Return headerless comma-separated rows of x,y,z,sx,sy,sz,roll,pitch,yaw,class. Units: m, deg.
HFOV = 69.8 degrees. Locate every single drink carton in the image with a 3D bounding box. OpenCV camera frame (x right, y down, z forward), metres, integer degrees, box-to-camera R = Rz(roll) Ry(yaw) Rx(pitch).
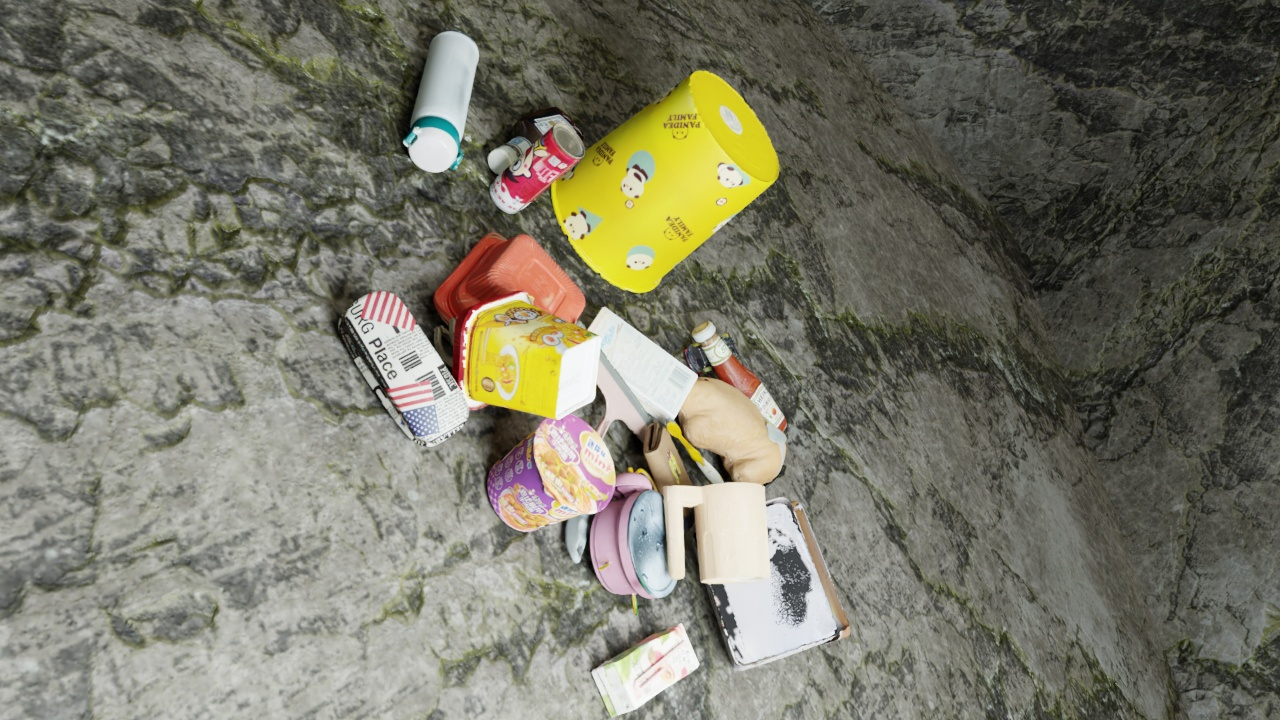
0.008,0.325,0.971,0.122,0.046,0.053,-9,71,-54,drink carton

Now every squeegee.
-0.055,0.126,1.062,0.248,0.040,0.248,56,35,-36,squeegee

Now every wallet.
0.036,0.142,1.130,0.090,0.033,0.115,-76,144,-69,wallet

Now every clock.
-0.002,0.192,1.029,0.117,0.060,0.158,56,35,-34,clock

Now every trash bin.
0.040,-0.258,1.304,0.229,0.256,0.229,31,42,-33,trash bin

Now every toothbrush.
0.161,0.185,1.299,0.026,0.027,0.212,29,25,24,toothbrush
0.072,0.122,1.194,0.191,0.016,0.018,51,15,-50,toothbrush

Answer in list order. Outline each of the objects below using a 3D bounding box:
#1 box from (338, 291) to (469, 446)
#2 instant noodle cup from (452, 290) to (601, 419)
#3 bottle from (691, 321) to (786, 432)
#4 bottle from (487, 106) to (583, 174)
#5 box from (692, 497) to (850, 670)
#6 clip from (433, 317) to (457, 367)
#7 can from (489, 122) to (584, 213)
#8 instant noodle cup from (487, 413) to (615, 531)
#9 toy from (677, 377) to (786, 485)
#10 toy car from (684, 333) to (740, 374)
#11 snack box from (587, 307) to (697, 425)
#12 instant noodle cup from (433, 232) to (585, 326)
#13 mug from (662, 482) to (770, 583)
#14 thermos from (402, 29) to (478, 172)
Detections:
-0.230,0.007,0.900,0.074,0.081,0.163,-32,92,-51,box
-0.114,0.000,0.942,0.124,0.116,0.116,18,23,24,instant noodle cup
0.143,0.031,1.348,0.206,0.060,0.059,54,32,-20,bottle
-0.150,-0.304,1.292,0.080,0.044,0.194,45,36,-3,bottle
0.159,0.282,1.156,0.192,0.156,0.183,86,-13,-68,box
-0.189,0.001,1.001,0.097,0.034,0.061,62,32,-2,clip
-0.135,-0.245,1.181,0.053,0.133,0.053,32,41,-33,can
-0.099,0.122,0.954,0.111,0.099,0.111,33,42,-35,instant noodle cup
0.105,0.079,1.266,0.226,0.083,0.143,42,28,-1,toy
0.106,-0.008,1.384,0.106,0.031,0.049,-17,80,-44,toy car
-0.007,0.007,1.183,0.157,0.027,0.084,36,49,-4,snack box
-0.139,-0.069,1.081,0.164,0.079,0.188,46,33,-16,instant noodle cup
0.086,0.195,1.035,0.124,0.084,0.103,6,69,-23,mug
-0.249,-0.328,1.166,0.073,0.073,0.223,32,41,-33,thermos
